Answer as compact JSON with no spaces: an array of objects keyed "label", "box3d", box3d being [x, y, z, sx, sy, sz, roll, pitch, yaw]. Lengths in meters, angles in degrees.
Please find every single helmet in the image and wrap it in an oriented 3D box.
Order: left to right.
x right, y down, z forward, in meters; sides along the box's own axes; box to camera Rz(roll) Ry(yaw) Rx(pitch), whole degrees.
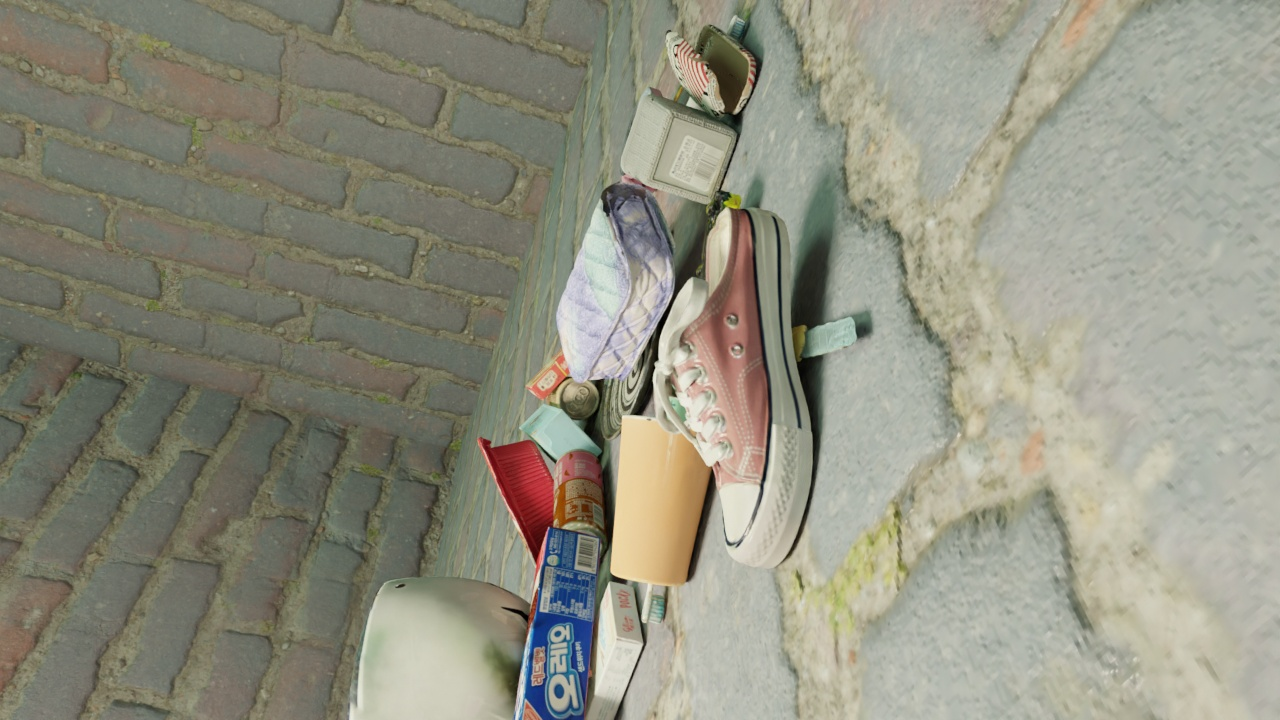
[{"label":"helmet","box3d":[-0.151,0.323,0.899,0.157,0.274,0.229,-9,57,25]}]

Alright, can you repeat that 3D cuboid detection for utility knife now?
[{"label":"utility knife","box3d":[0.095,-0.006,0.624,0.221,0.022,0.031,140,139,-78]}]

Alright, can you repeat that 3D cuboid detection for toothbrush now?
[{"label":"toothbrush","box3d":[0.020,0.110,0.781,0.026,0.027,0.224,101,178,-63]},{"label":"toothbrush","box3d":[0.068,-0.296,1.059,0.026,0.026,0.222,-51,-8,-47]}]

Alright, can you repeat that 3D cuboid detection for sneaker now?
[{"label":"sneaker","box3d":[0.051,0.011,0.589,0.118,0.087,0.240,133,139,-67]}]

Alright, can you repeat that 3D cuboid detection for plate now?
[{"label":"plate","box3d":[-0.006,0.006,1.026,0.179,0.024,0.179,-165,91,-75]}]

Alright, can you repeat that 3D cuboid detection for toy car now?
[{"label":"toy car","box3d":[0.071,-0.095,0.803,0.048,0.032,0.105,-100,17,-61]}]

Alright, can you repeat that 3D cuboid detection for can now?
[{"label":"can","box3d":[-0.094,0.051,1.261,0.116,0.058,0.058,179,107,-77]},{"label":"can","box3d":[-0.068,0.161,1.025,0.147,0.058,0.058,-99,28,-62]}]

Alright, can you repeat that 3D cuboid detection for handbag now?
[{"label":"handbag","box3d":[-0.028,-0.072,0.958,0.194,0.075,0.134,120,140,-49]}]

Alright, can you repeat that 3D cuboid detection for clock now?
[{"label":"clock","box3d":[0.013,-0.282,1.204,0.159,0.059,0.117,138,145,-64]}]

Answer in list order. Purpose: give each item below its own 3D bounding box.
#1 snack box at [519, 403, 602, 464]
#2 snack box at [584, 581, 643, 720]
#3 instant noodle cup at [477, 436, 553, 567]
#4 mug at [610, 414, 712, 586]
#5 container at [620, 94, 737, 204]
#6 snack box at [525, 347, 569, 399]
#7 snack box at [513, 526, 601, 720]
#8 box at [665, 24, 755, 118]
[{"label":"snack box","box3d":[-0.106,0.102,1.189,0.051,0.074,0.175,-46,9,-10]},{"label":"snack box","box3d":[-0.038,0.286,0.818,0.084,0.027,0.157,-107,35,-68]},{"label":"instant noodle cup","box3d":[-0.135,0.171,1.138,0.194,0.065,0.194,66,170,0]},{"label":"mug","box3d":[0.014,0.108,0.712,0.078,0.078,0.122,165,116,-75]},{"label":"container","box3d":[0.040,-0.217,0.949,0.114,0.090,0.090,-117,43,-67]},{"label":"snack box","box3d":[-0.092,-0.010,1.248,0.152,0.025,0.075,-46,9,-8]},{"label":"snack box","box3d":[-0.074,0.251,0.827,0.207,0.057,0.058,-87,14,-48]},{"label":"box","box3d":[0.081,-0.305,0.958,0.163,0.083,0.075,-117,6,-55]}]
